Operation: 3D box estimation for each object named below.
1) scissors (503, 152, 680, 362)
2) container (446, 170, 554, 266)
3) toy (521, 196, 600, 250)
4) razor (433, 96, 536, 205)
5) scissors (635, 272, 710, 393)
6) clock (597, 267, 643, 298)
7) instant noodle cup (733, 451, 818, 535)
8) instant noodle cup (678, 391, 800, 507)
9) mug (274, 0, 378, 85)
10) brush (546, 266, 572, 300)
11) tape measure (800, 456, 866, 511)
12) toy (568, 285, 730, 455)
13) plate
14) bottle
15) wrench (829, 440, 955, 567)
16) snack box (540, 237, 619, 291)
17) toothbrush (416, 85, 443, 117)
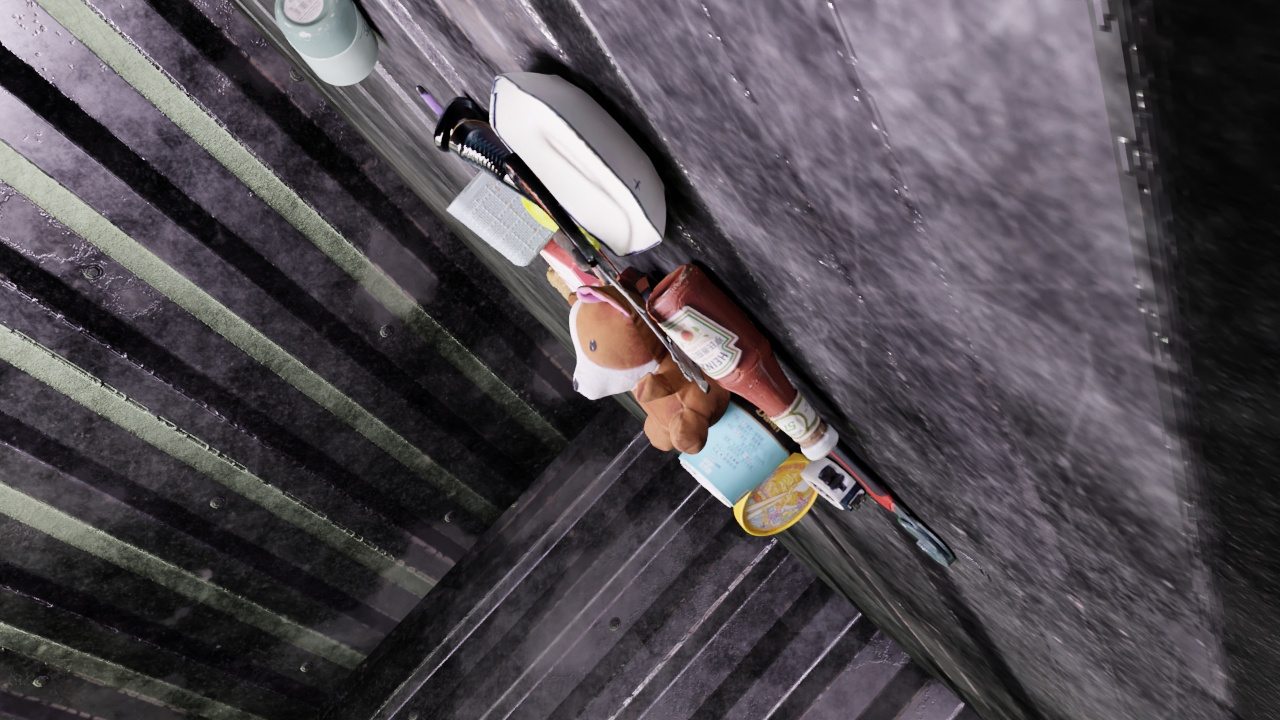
[{"bbox_3d":[-0.047,-0.089,0.770,0.227,0.021,0.221,51,179,-13],"label":"scissors"},{"bbox_3d":[-0.155,-0.173,1.075,0.111,0.090,0.090,42,176,-15],"label":"container"},{"bbox_3d":[-0.088,-0.152,0.990,0.100,0.031,0.096,36,178,8],"label":"toy"},{"bbox_3d":[-0.135,-0.203,0.936,0.167,0.062,0.067,37,-156,12],"label":"razor"},{"bbox_3d":[0.043,-0.020,0.866,0.204,0.015,0.198,54,-166,28],"label":"scissors"},{"bbox_3d":[0.003,-0.049,1.028,0.122,0.055,0.082,51,171,-36],"label":"clock"},{"bbox_3d":[0.149,0.142,1.168,0.118,0.118,0.114,48,-179,-42],"label":"instant noodle cup"},{"bbox_3d":[0.106,0.088,0.983,0.111,0.120,0.111,43,175,5],"label":"instant noodle cup"},{"bbox_3d":[-0.348,-0.378,1.009,0.106,0.082,0.111,68,-173,-79],"label":"mug"},{"bbox_3d":[-0.066,-0.091,1.357,0.083,0.045,0.255,52,167,-34],"label":"brush"},{"bbox_3d":[0.215,0.137,1.034,0.066,0.033,0.066,42,173,-5],"label":"tape measure"},{"bbox_3d":[-0.006,0.005,0.932,0.199,0.130,0.140,54,164,-8],"label":"toy"},{"bbox_3d":[-0.046,-0.152,0.710,0.162,0.034,0.266,45,175,-9],"label":"plate"},{"bbox_3d":[0.092,0.007,0.783,0.206,0.059,0.060,45,175,-14],"label":"bottle"},{"bbox_3d":[0.222,0.116,0.914,0.273,0.016,0.056,44,174,-12],"label":"wrench"},{"bbox_3d":[-0.067,-0.109,1.154,0.113,0.044,0.127,37,171,46],"label":"snack box"},{"bbox_3d":[-0.217,-0.274,1.155,0.189,0.014,0.016,48,-174,-37],"label":"toothbrush"}]
